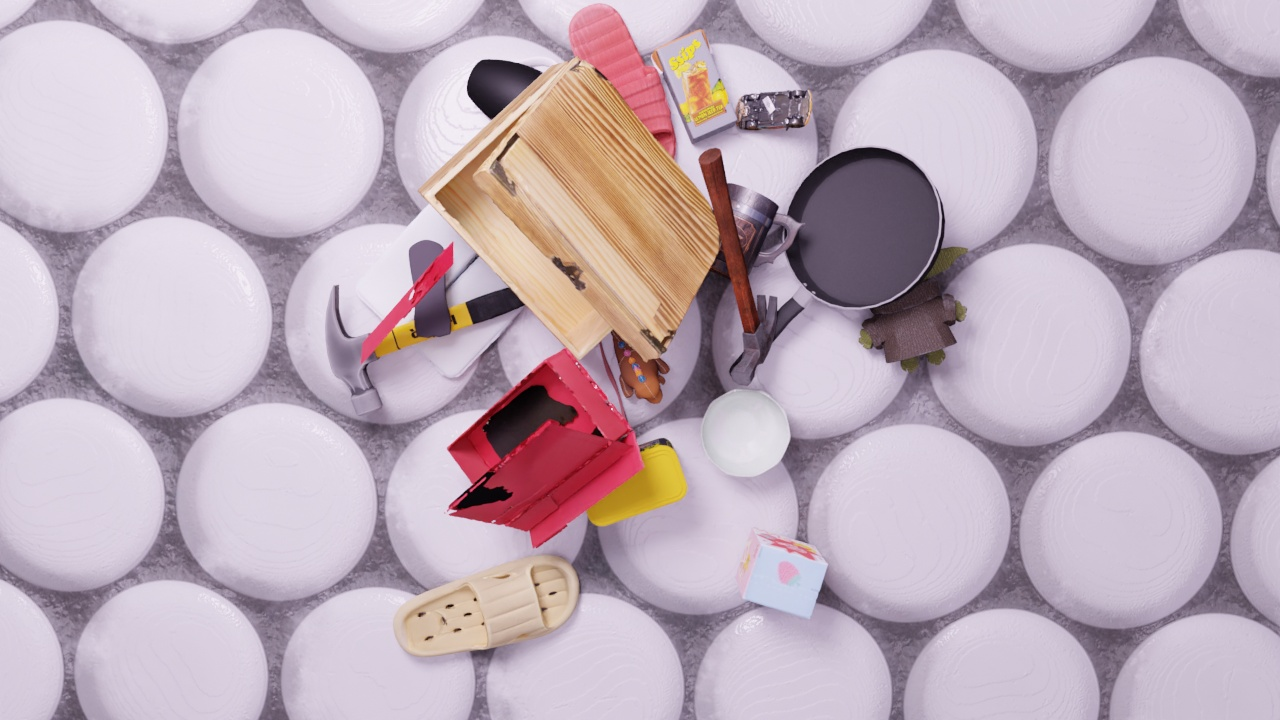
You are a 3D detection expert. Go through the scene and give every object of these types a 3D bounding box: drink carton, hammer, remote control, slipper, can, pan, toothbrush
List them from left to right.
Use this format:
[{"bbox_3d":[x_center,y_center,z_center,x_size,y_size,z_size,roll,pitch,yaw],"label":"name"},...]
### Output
[{"bbox_3d":[-0.269,-0.091,1.170,0.046,0.009,0.124,-4,96,-4],"label":"remote control"},{"bbox_3d":[-0.252,-0.056,1.194,0.324,0.034,0.170,-19,98,-1],"label":"hammer"},{"bbox_3d":[-0.208,0.342,1.226,0.261,0.079,0.111,-16,97,2],"label":"slipper"},{"bbox_3d":[-0.044,0.015,1.230,0.016,0.015,0.184,-15,93,5],"label":"toothbrush"},{"bbox_3d":[-0.023,-0.344,1.179,0.103,0.059,0.249,-20,93,2],"label":"slipper"},{"bbox_3d":[-0.010,0.154,1.196,0.131,0.101,0.072,-19,94,2],"label":"can"},{"bbox_3d":[0.071,-0.351,1.182,0.076,0.048,0.125,-23,94,2],"label":"drink carton"},{"bbox_3d":[0.114,-0.115,1.088,0.028,0.110,0.301,9,138,30],"label":"hammer"},{"bbox_3d":[0.235,-0.108,1.179,0.204,0.044,0.356,49,113,26],"label":"pan"}]

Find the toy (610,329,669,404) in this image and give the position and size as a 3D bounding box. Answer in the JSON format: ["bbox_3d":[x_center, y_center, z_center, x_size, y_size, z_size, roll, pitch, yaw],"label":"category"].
[{"bbox_3d":[-0.007,0.007,1.186,0.070,0.090,0.103,-33,114,3],"label":"toy"}]

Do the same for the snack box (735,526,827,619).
[{"bbox_3d":[0.184,0.277,1.208,0.093,0.094,0.079,17,94,0],"label":"snack box"}]

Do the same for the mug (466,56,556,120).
[{"bbox_3d":[-0.157,-0.352,1.176,0.100,0.085,0.118,28,64,9],"label":"mug"}]

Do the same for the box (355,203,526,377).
[{"bbox_3d":[-0.248,-0.105,1.213,0.209,0.037,0.190,-44,90,4],"label":"box"}]

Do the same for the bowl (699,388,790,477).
[{"bbox_3d":[0.135,0.091,1.210,0.117,0.061,0.117,0,95,1],"label":"bowl"}]

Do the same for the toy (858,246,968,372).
[{"bbox_3d":[0.346,-0.063,1.188,0.179,0.078,0.152,-18,89,15],"label":"toy"}]

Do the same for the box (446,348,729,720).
[{"bbox_3d":[-0.066,0.231,1.062,0.215,0.138,0.467,-39,68,29],"label":"box"}]

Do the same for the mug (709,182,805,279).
[{"bbox_3d":[0.138,-0.156,1.180,0.116,0.080,0.107,25,93,6],"label":"mug"}]

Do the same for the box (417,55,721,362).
[{"bbox_3d":[-0.050,-0.175,1.047,0.269,0.264,0.279,-45,111,-5],"label":"box"}]

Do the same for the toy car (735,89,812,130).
[{"bbox_3d":[0.177,-0.320,1.180,0.112,0.047,0.047,9,98,39],"label":"toy car"}]
